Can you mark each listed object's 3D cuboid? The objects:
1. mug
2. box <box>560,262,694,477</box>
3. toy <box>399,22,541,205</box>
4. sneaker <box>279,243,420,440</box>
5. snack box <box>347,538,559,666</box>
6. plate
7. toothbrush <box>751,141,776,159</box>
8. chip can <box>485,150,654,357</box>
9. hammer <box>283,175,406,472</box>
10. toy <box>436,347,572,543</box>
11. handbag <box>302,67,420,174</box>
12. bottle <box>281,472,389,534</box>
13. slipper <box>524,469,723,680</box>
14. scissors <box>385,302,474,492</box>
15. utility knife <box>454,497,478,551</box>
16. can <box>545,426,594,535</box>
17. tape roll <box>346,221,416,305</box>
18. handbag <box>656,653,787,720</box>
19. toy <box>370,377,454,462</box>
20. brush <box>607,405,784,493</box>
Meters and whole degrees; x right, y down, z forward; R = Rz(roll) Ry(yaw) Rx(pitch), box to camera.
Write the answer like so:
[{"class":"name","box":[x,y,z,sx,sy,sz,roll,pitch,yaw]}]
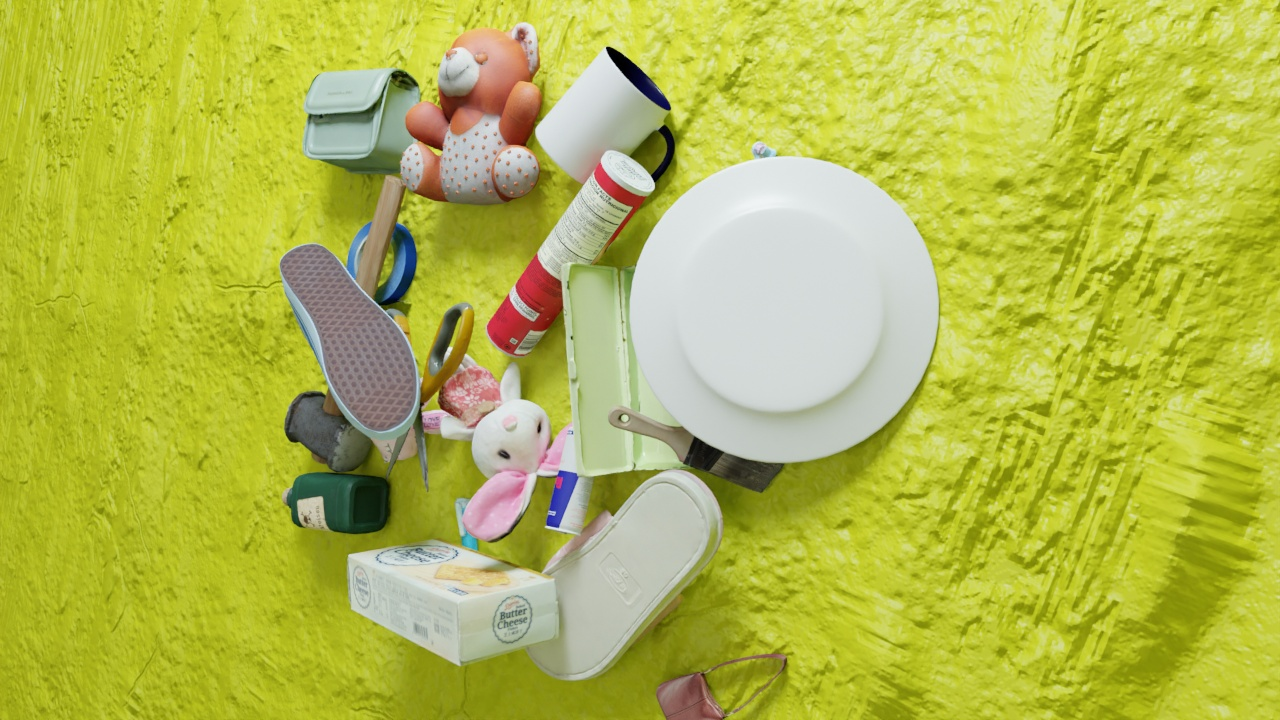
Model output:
[{"class":"mug","box":[-0.022,-0.204,0.822,0.112,0.078,0.097,44,113,-5]},{"class":"box","box":[-0.007,0.006,0.811,0.066,0.127,0.188,161,104,-76]},{"class":"toy","box":[-0.157,-0.240,0.890,0.164,0.092,0.172,5,90,33]},{"class":"sneaker","box":[-0.279,-0.007,0.907,0.241,0.083,0.098,52,158,28]},{"class":"snack box","box":[-0.178,0.217,0.852,0.208,0.104,0.057,3,94,48]},{"class":"plate","box":[0.108,-0.039,0.721,0.243,0.016,0.242,0,91,13]},{"class":"toothbrush","box":[0.064,-0.117,0.779,0.022,0.016,0.155,36,96,16]},{"class":"chip can","box":[-0.069,-0.091,0.836,0.215,0.051,0.052,-50,65,31]},{"class":"hammer","box":[-0.306,-0.039,0.988,0.098,0.052,0.329,26,105,28]},{"class":"toy","box":[-0.132,0.062,0.870,0.159,0.084,0.194,-33,61,-14]},{"class":"handbag","box":[-0.306,-0.262,0.998,0.122,0.067,0.106,7,91,32]},{"class":"bottle","box":[-0.344,0.155,1.011,0.131,0.061,0.061,-1,86,32]},{"class":"slipper","box":[-0.018,0.192,0.812,0.275,0.054,0.114,-47,70,32]},{"class":"scissors","box":[-0.219,0.016,0.893,0.226,0.016,0.229,-61,42,26]},{"class":"utility knife","box":[-0.170,0.219,0.929,0.022,0.015,0.161,-16,80,43]},{"class":"can","box":[-0.058,0.105,0.808,0.032,0.032,0.095,6,77,32]},{"class":"tape roll","box":[-0.285,-0.107,1.008,0.091,0.016,0.093,4,91,32]},{"class":"handbag","box":[0.073,0.276,0.775,0.120,0.029,0.055,-35,73,20]},{"class":"toy","box":[-0.246,0.067,0.963,0.110,0.047,0.063,-35,80,23]},{"class":"brush","box":[0.044,0.070,0.766,0.151,0.012,0.039,22,105,1]}]
